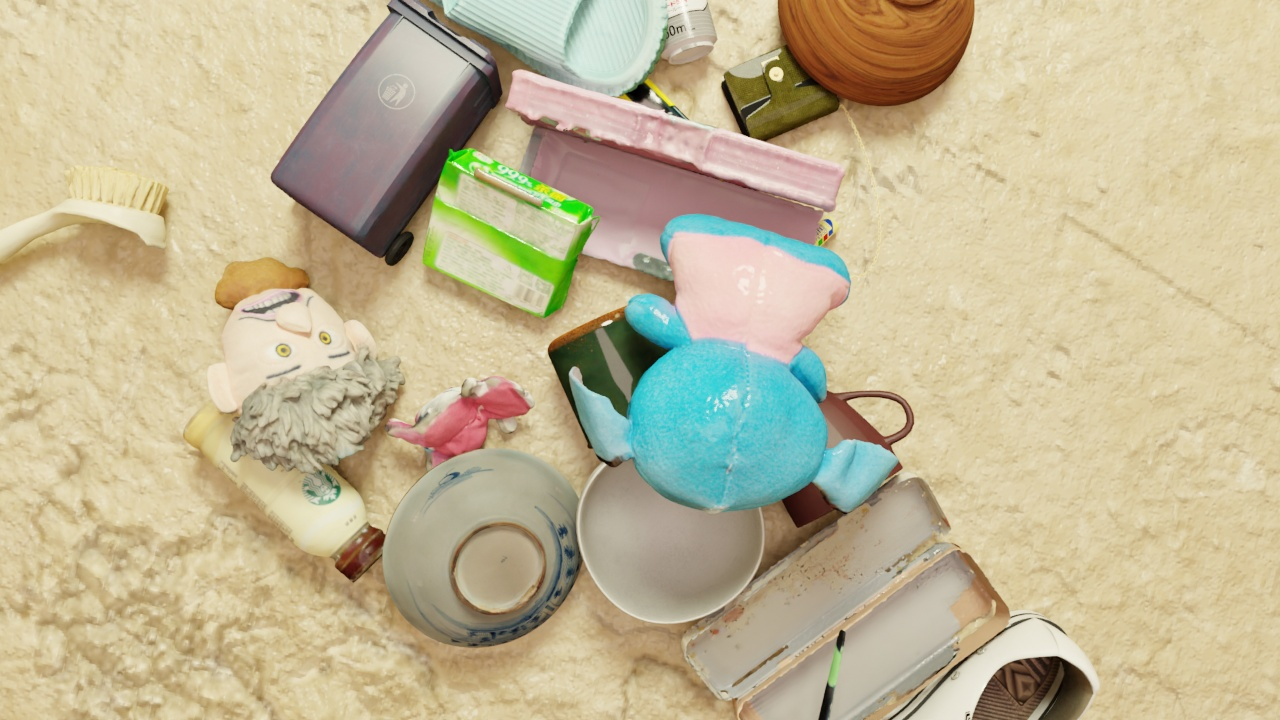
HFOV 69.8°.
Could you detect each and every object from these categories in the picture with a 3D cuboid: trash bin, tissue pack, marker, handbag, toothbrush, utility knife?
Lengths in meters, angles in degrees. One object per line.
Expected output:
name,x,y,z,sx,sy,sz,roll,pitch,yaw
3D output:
trash bin,-0.174,-0.163,0.649,0.094,0.092,0.160,35,85,-2
tissue pack,-0.096,-0.090,0.654,0.114,0.034,0.100,26,130,-2
marker,0.098,-0.059,0.694,0.132,0.014,0.014,-44,92,-1
handbag,0.127,-0.145,0.681,0.084,0.027,0.178,-23,87,-1
toothbrush,0.126,0.284,0.663,0.017,0.014,0.188,8,97,-13
utility knife,0.038,-0.162,0.689,0.198,0.020,0.029,42,91,-3

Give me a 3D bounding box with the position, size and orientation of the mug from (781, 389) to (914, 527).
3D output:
mug,0.139,0.054,0.663,0.114,0.087,0.088,-33,78,15

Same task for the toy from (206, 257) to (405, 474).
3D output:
toy,-0.241,-0.006,0.646,0.176,0.132,0.076,56,133,14

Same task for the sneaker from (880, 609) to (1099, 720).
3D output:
sneaker,0.235,0.291,0.662,0.245,0.097,0.091,-42,92,-1

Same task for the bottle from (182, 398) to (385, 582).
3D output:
bottle,-0.251,0.090,0.664,0.162,0.056,0.056,44,89,-2

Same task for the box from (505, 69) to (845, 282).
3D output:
box,0.014,-0.110,0.643,0.232,0.099,0.115,18,98,4

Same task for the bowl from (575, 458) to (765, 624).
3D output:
bowl,0.021,0.119,0.667,0.132,0.064,0.131,0,87,1

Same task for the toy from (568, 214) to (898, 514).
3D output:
toy,0.071,0.006,0.582,0.224,0.099,0.191,15,78,-4

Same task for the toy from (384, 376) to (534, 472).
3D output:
toy,-0.129,0.040,0.675,0.102,0.050,0.065,-31,126,5

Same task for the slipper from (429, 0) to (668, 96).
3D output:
slipper,-0.104,-0.286,0.643,0.276,0.069,0.116,29,93,5

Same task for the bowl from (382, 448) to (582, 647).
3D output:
bowl,-0.104,0.140,0.650,0.150,0.057,0.151,-1,95,-18

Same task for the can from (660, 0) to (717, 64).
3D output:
can,0.023,-0.276,0.673,0.044,0.044,0.106,-16,91,-2

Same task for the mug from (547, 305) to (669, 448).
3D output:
mug,-0.003,0.004,0.652,0.111,0.084,0.081,-25,90,20

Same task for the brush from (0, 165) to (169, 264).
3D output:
brush,-0.466,-0.074,0.660,0.272,0.062,0.077,-21,75,3

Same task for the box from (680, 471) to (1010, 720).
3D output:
box,0.152,0.196,0.680,0.216,0.063,0.157,-36,112,-1

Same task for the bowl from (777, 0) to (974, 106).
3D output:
bowl,0.178,-0.264,0.652,0.147,0.069,0.147,1,80,-8
